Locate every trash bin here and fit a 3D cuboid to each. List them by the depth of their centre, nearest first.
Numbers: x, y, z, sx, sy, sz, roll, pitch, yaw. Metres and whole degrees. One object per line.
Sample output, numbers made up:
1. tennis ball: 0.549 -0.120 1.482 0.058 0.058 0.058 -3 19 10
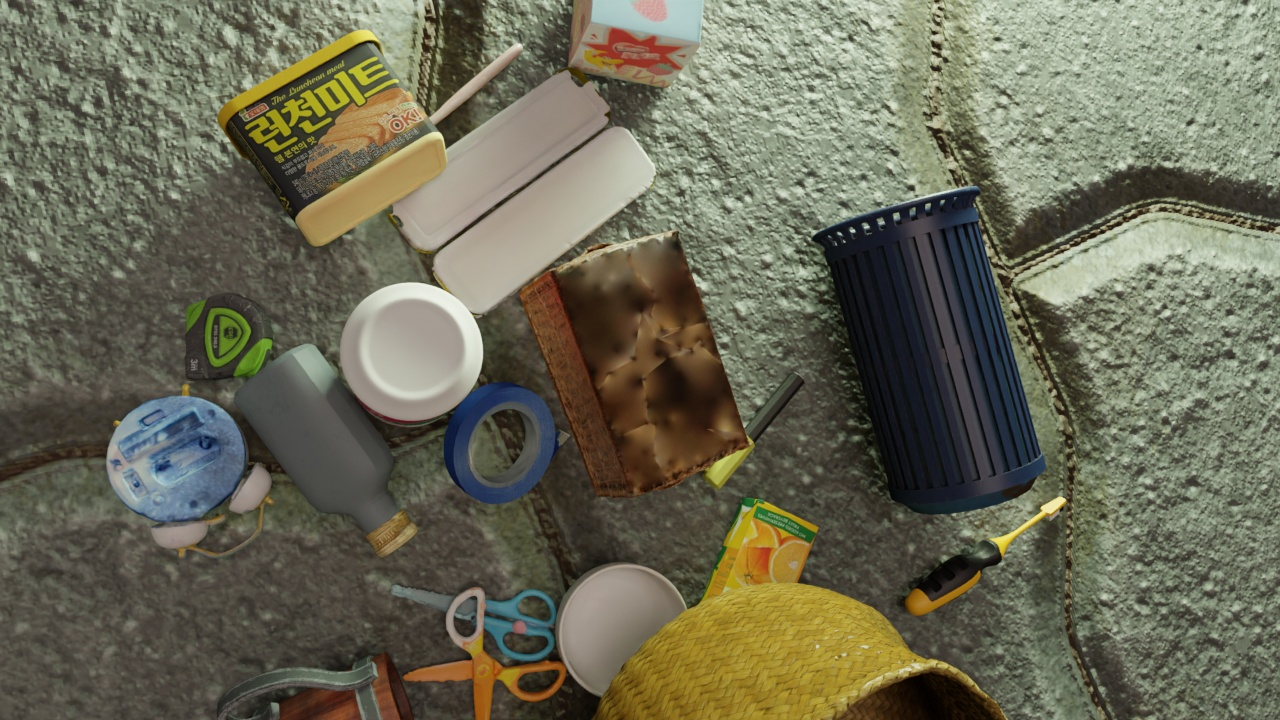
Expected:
1. trash bin: 0.246 -0.005 0.774 0.139 0.139 0.249 -15 90 -16

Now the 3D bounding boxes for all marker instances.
1. marker: 0.098 0.057 0.789 0.021 0.017 0.123 44 74 -7

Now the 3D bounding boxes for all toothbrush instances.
1. toothbrush: -0.164 -0.205 0.749 0.181 0.016 0.018 -44 90 -14
2. toothbrush: 0.315 0.174 0.830 0.196 0.031 0.031 -28 123 -19

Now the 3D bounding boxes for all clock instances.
1. clock: -0.321 0.083 0.659 0.088 0.052 0.125 -30 93 -16

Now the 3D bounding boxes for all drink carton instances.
1. drink carton: 0.094 0.183 0.764 0.058 0.041 0.122 26 79 -11

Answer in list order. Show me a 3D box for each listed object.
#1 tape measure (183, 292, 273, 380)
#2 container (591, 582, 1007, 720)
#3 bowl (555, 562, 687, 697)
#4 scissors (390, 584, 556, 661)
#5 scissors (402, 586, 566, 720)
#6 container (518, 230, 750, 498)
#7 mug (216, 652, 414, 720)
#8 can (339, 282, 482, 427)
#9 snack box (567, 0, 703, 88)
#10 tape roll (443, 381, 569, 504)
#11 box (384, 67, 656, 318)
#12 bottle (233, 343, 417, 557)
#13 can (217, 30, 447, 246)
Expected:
1. tape measure: -0.305 -0.017 0.683 0.058 0.036 0.065 2 87 -5
2. container: 0.102 0.316 0.646 0.306 0.197 0.307 -5 103 -24
3. bowl: -0.017 0.211 0.726 0.104 0.054 0.105 2 82 -14
4. scissors: -0.129 0.196 0.719 0.136 0.015 0.056 19 82 -16
5. scissors: -0.120 0.236 0.712 0.125 0.011 0.128 -3 92 -10
6. container: -0.004 0.004 0.719 0.113 0.113 0.198 -21 91 -16
7. mug: -0.227 0.253 0.643 0.111 0.081 0.117 -20 126 -12
8. can: -0.163 0.001 0.649 0.088 0.166 0.088 2 84 -15
9. snack box: -0.005 -0.284 0.757 0.093 0.095 0.079 6 83 -15
10. tape roll: -0.108 0.064 0.712 0.091 0.016 0.093 -51 129 -15
11. box: -0.095 -0.141 0.758 0.209 0.023 0.127 -40 93 -16
12. bottle: -0.226 0.072 0.680 0.072 0.046 0.161 -34 94 20
13. can: -0.225 -0.164 0.688 0.130 0.073 0.101 -35 84 -13
